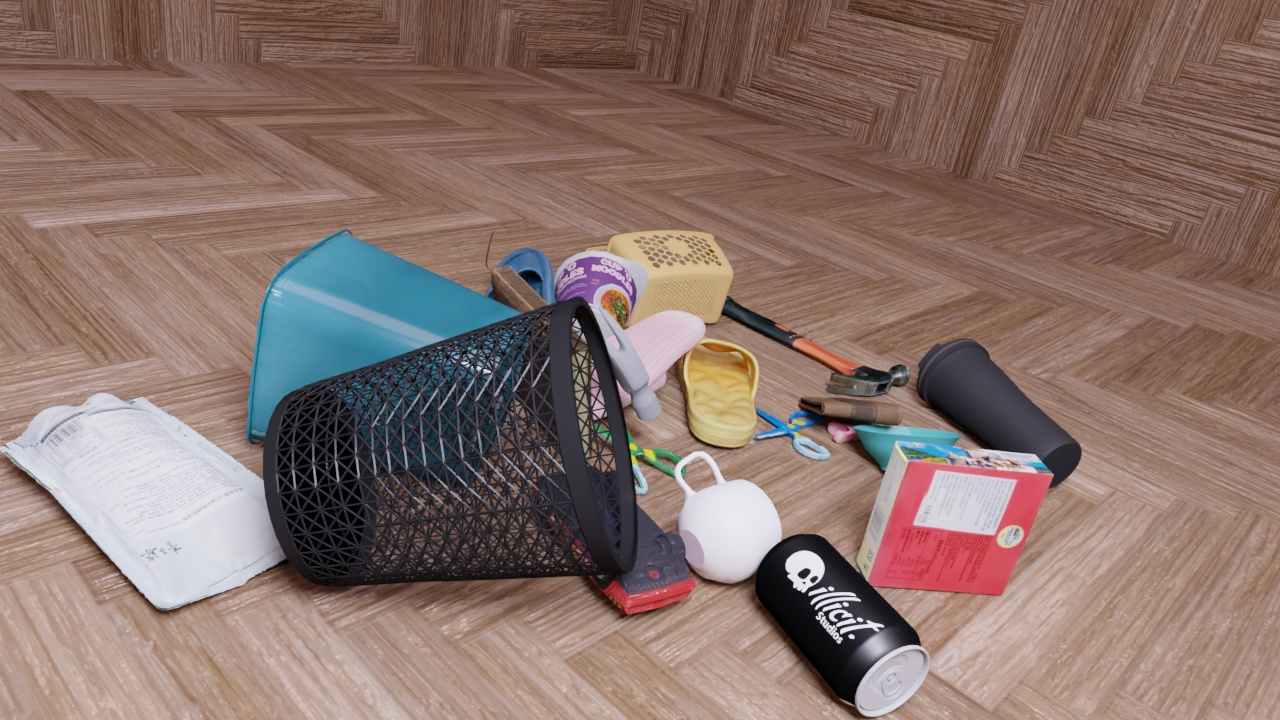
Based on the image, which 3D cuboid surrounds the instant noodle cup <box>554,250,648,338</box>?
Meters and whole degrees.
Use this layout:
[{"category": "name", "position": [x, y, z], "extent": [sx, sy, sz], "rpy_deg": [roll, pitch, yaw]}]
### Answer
[{"category": "instant noodle cup", "position": [-0.057, -0.066, 1.225], "extent": [0.137, 0.122, 0.121], "rpy_deg": [-18, 32, 15]}]

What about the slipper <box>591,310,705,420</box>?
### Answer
[{"category": "slipper", "position": [-0.007, 0.006, 1.107], "extent": [0.221, 0.056, 0.107], "rpy_deg": [-37, 41, -29]}]

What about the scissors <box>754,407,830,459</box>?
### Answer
[{"category": "scissors", "position": [0.185, 0.086, 1.118], "extent": [0.125, 0.013, 0.130], "rpy_deg": [-8, 29, -36]}]

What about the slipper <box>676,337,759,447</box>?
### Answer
[{"category": "slipper", "position": [0.101, 0.017, 1.152], "extent": [0.099, 0.078, 0.262], "rpy_deg": [12, 25, -4]}]

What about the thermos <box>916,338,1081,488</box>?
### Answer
[{"category": "thermos", "position": [0.453, 0.067, 1.166], "extent": [0.105, 0.106, 0.218], "rpy_deg": [-2, 33, -24]}]

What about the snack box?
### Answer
[{"category": "snack box", "position": [0.295, 0.152, 0.869], "extent": [0.145, 0.143, 0.040], "rpy_deg": [6, 24, -9]}]

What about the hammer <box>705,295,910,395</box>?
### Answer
[{"category": "hammer", "position": [0.223, -0.031, 1.356], "extent": [0.132, 0.033, 0.333], "rpy_deg": [-14, 34, -40]}]

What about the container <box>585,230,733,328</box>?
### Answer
[{"category": "container", "position": [0.026, -0.134, 1.379], "extent": [0.183, 0.129, 0.167], "rpy_deg": [-5, 39, -30]}]

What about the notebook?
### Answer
[{"category": "notebook", "position": [-0.113, -0.018, 1.015], "extent": [0.034, 0.190, 0.215], "rpy_deg": [-16, 35, -25]}]

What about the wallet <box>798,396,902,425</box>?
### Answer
[{"category": "wallet", "position": [0.259, 0.060, 1.139], "extent": [0.098, 0.027, 0.121], "rpy_deg": [5, 2, -5]}]

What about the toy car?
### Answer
[{"category": "toy car", "position": [-0.030, 0.157, 0.834], "extent": [0.081, 0.056, 0.189], "rpy_deg": [-6, 30, -32]}]

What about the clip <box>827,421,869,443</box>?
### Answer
[{"category": "clip", "position": [0.256, 0.088, 1.133], "extent": [0.058, 0.023, 0.050], "rpy_deg": [-15, 36, -33]}]

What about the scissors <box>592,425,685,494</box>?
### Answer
[{"category": "scissors", "position": [-0.014, 0.101, 0.988], "extent": [0.130, 0.012, 0.116], "rpy_deg": [29, 33, 10]}]

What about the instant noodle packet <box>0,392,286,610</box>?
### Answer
[{"category": "instant noodle packet", "position": [-0.418, 0.115, 0.796], "extent": [0.269, 0.057, 0.146], "rpy_deg": [29, 33, 24]}]

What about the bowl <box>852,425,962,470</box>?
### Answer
[{"category": "bowl", "position": [0.307, 0.104, 1.063], "extent": [0.121, 0.046, 0.121], "rpy_deg": [3, 1, 0]}]

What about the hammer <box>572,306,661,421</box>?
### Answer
[{"category": "hammer", "position": [-0.089, -0.032, 1.058], "extent": [0.029, 0.125, 0.311], "rpy_deg": [-38, 35, -19]}]

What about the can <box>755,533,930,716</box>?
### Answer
[{"category": "can", "position": [0.163, 0.214, 0.761], "extent": [0.080, 0.080, 0.146], "rpy_deg": [-4, 29, -28]}]

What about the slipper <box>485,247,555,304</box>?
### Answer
[{"category": "slipper", "position": [-0.165, -0.095, 1.253], "extent": [0.059, 0.104, 0.213], "rpy_deg": [43, 12, -35]}]

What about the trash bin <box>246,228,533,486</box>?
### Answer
[{"category": "trash bin", "position": [-0.242, 0.006, 0.927], "extent": [0.218, 0.200, 0.196], "rpy_deg": [18, 27, 1]}]

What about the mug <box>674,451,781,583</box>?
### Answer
[{"category": "mug", "position": [0.069, 0.142, 0.840], "extent": [0.076, 0.090, 0.124], "rpy_deg": [-19, 73, -30]}]

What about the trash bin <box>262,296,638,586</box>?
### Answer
[{"category": "trash bin", "position": [-0.145, 0.079, 0.733], "extent": [0.243, 0.217, 0.216], "rpy_deg": [-11, 25, 7]}]
